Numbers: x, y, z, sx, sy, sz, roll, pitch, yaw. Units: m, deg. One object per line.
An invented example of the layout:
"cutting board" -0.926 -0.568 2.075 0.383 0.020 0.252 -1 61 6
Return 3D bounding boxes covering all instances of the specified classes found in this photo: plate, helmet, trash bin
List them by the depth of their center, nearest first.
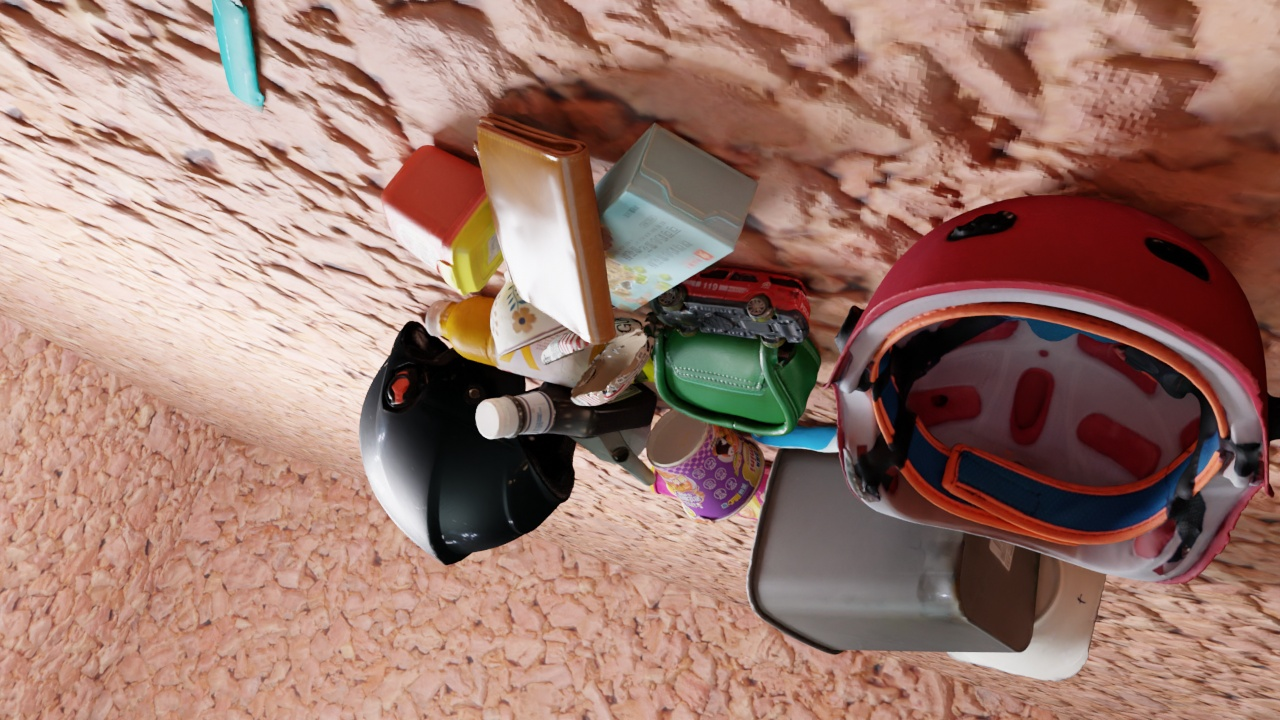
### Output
"helmet" 0.212 -0.004 0.478 0.207 0.143 0.240 12 146 23
"trash bin" 0.258 0.190 0.918 0.220 0.198 0.199 -11 145 45
"plate" 0.378 0.230 0.925 0.034 0.164 0.164 37 156 -27
"helmet" -0.200 0.086 1.027 0.275 0.230 0.233 42 176 20

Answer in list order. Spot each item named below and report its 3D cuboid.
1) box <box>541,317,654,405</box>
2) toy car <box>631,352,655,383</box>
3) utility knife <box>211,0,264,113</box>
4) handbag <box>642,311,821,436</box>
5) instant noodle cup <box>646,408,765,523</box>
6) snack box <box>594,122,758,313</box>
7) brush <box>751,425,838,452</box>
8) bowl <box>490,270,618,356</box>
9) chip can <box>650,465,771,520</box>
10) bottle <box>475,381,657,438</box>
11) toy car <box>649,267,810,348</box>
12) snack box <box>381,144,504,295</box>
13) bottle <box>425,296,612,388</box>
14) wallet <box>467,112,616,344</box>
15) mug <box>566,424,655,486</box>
"box" -0.040 -0.013 0.743 0.081 0.075 0.164 43 168 -7
"toy car" -0.005 0.005 0.900 0.105 0.032 0.048 11 159 23
"utility knife" -0.257 -0.210 0.583 0.029 0.013 0.222 27 163 -13
"handbag" 0.073 0.002 0.749 0.131 0.067 0.120 10 154 30
"instant noodle cup" 0.066 0.107 1.007 0.112 0.111 0.099 2 145 44
"snack box" 0.000 -0.085 0.604 0.074 0.051 0.175 27 161 -16
"brush" 0.206 0.071 0.837 0.315 0.060 0.109 7 161 42
"bowl" -0.071 -0.052 0.728 0.114 0.113 0.062 -20 95 63
"chip can" 0.120 0.156 1.130 0.211 0.071 0.071 13 160 22
"bottle" -0.070 0.046 0.876 0.080 0.044 0.194 26 -160 37
"toy car" 0.066 -0.041 0.670 0.121 0.045 0.053 6 156 23
"snack box" -0.136 -0.105 0.665 0.080 0.081 0.091 32 162 7
"bottle" -0.119 -0.022 0.884 0.190 0.068 0.068 14 161 21
"wallet" -0.066 -0.086 0.586 0.119 0.035 0.131 34 143 43
"mug" -0.030 0.079 1.015 0.124 0.084 0.103 57 -177 29
